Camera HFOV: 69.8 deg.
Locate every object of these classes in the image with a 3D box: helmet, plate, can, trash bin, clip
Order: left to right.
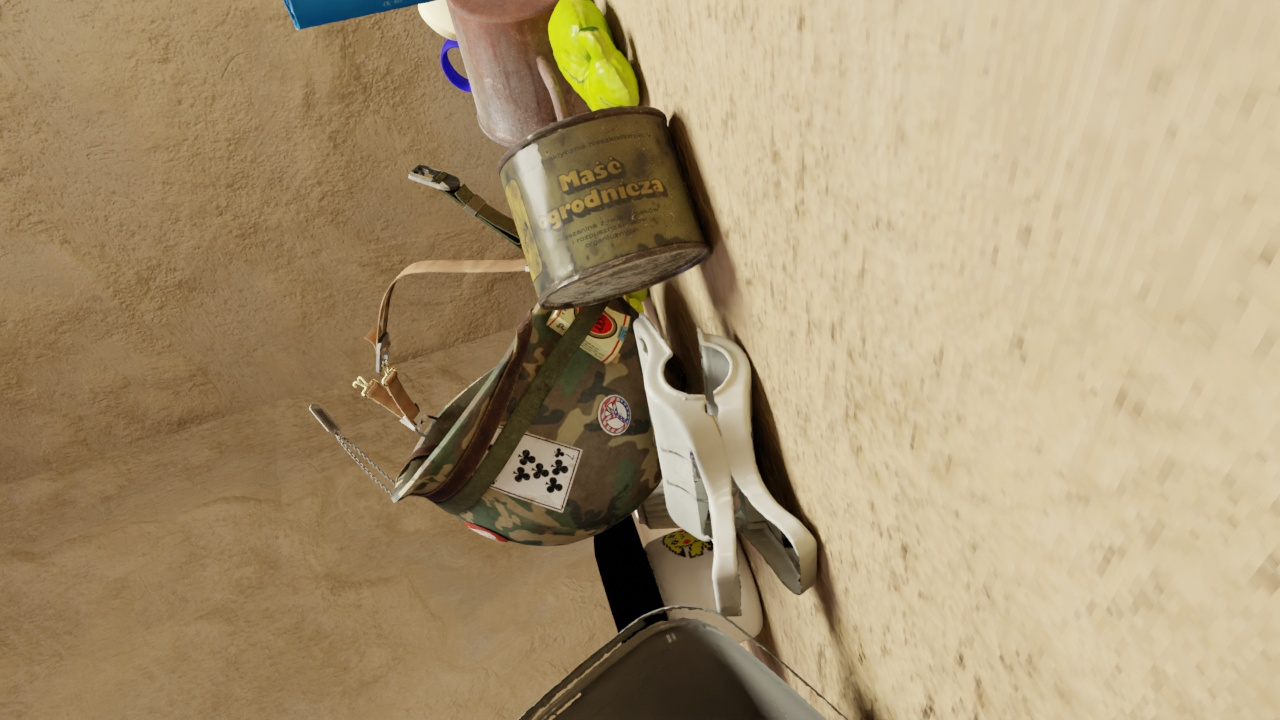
[{"bbox_3d":[-0.087,0.014,0.603,0.236,0.193,0.223,49,-144,6],"label":"helmet"},{"bbox_3d":[-0.019,-0.075,0.459,0.090,0.090,0.074,121,131,-83],"label":"can"},{"bbox_3d":[-0.007,0.187,0.719,0.184,0.036,0.184,161,91,-85],"label":"plate"},{"bbox_3d":[0.036,0.278,0.438,0.197,0.197,0.220,35,157,43],"label":"trash bin"},{"bbox_3d":[0.047,0.055,0.478,0.150,0.089,0.126,54,166,39],"label":"clip"}]

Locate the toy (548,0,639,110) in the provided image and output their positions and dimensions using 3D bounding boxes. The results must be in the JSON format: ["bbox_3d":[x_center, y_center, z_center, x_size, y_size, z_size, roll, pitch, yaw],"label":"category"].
[{"bbox_3d":[-0.026,-0.171,0.530,0.093,0.036,0.094,63,175,10],"label":"toy"}]

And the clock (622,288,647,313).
[{"bbox_3d":[-0.028,-0.070,0.747,0.119,0.057,0.083,-114,9,-52],"label":"clock"}]

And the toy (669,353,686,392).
[{"bbox_3d":[-0.004,0.004,0.711,0.090,0.070,0.103,47,148,10],"label":"toy"}]

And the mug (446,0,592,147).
[{"bbox_3d":[-0.071,-0.200,0.612,0.123,0.096,0.110,60,173,33],"label":"mug"}]

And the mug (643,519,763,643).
[{"bbox_3d":[0.046,0.170,0.707,0.115,0.068,0.094,-123,16,-71],"label":"mug"}]

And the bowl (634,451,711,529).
[{"bbox_3d":[0.017,0.095,0.791,0.115,0.062,0.115,161,91,-85],"label":"bowl"}]

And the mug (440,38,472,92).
[{"bbox_3d":[-0.134,-0.282,0.866,0.084,0.111,0.079,80,-165,-58],"label":"mug"}]

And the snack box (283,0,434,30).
[{"bbox_3d":[-0.191,-0.367,0.708,0.056,0.195,0.238,87,165,-58],"label":"snack box"}]

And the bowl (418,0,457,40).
[{"bbox_3d":[-0.152,-0.320,0.791,0.118,0.074,0.117,31,-144,-26],"label":"bowl"}]
